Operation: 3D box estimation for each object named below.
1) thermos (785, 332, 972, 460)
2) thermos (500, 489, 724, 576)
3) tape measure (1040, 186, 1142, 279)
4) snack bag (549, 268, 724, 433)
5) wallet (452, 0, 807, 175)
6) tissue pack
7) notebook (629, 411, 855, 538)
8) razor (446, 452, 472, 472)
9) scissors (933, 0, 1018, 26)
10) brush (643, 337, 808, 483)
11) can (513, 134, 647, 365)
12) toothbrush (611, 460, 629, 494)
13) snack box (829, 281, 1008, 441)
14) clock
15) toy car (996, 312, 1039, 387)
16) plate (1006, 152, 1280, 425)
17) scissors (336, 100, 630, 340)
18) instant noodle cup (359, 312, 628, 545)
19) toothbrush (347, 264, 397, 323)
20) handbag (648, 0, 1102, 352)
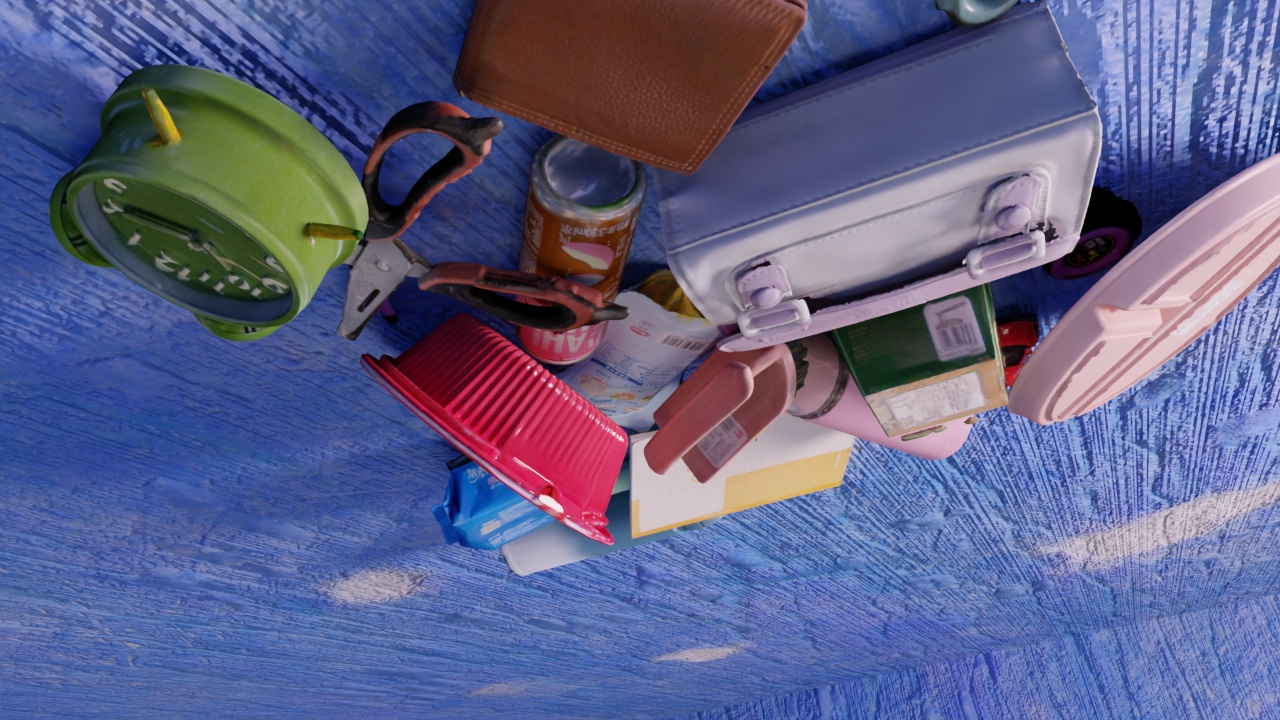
[{"bbox_3d":[0.157,0.025,0.697,0.198,0.067,0.087,16,165,-32],"label":"thermos"},{"bbox_3d":[-0.027,0.155,0.889,0.221,0.070,0.070,-17,151,17],"label":"thermos"},{"bbox_3d":[0.269,-0.080,0.562,0.057,0.039,0.058,6,144,-25],"label":"tape measure"},{"bbox_3d":[-0.004,0.004,0.643,0.110,0.038,0.192,0,153,-30],"label":"snack bag"},{"bbox_3d":[-0.007,-0.133,0.378,0.124,0.032,0.101,16,145,-19],"label":"wallet"},{"bbox_3d":[-0.096,0.103,0.759,0.157,0.052,0.095,-24,154,-10],"label":"tissue pack"},{"bbox_3d":[0.089,0.088,0.785,0.206,0.010,0.146,-12,139,-12],"label":"notebook"},{"bbox_3d":[-0.131,0.101,0.806,0.042,0.022,0.143,-30,152,-5],"label":"razor"},{"bbox_3d":[0.083,-0.173,0.356,0.179,0.019,0.173,-20,152,22],"label":"scissors"},{"bbox_3d":[0.055,0.029,0.603,0.072,0.063,0.146,-26,165,-35],"label":"brush"},{"bbox_3d":[-0.037,-0.056,0.499,0.058,0.057,0.148,-2,152,-13],"label":"can"},{"bbox_3d":[-0.085,0.131,0.870,0.225,0.027,0.026,-20,143,20],"label":"toothbrush"},{"bbox_3d":[0.173,-0.020,0.575,0.118,0.105,0.117,-19,150,18],"label":"snack box"},{"bbox_3d":[-0.197,-0.061,0.414,0.116,0.056,0.162,36,144,-28],"label":"clock"},{"bbox_3d":[0.277,-0.003,0.717,0.049,0.031,0.106,-9,150,-2],"label":"toy car"},{"bbox_3d":[0.334,-0.035,0.583,0.229,0.028,0.230,-27,151,-17],"label":"plate"},{"bbox_3d":[-0.115,-0.056,0.455,0.223,0.015,0.189,7,149,8],"label":"scissors"},{"bbox_3d":[-0.078,0.033,0.571,0.066,0.194,0.194,-54,147,-6],"label":"instant noodle cup"},{"bbox_3d":[-0.161,-0.063,0.496,0.014,0.017,0.189,0,154,3],"label":"toothbrush"},{"bbox_3d":[0.119,-0.075,0.476,0.197,0.098,0.145,-17,157,16],"label":"handbag"}]
